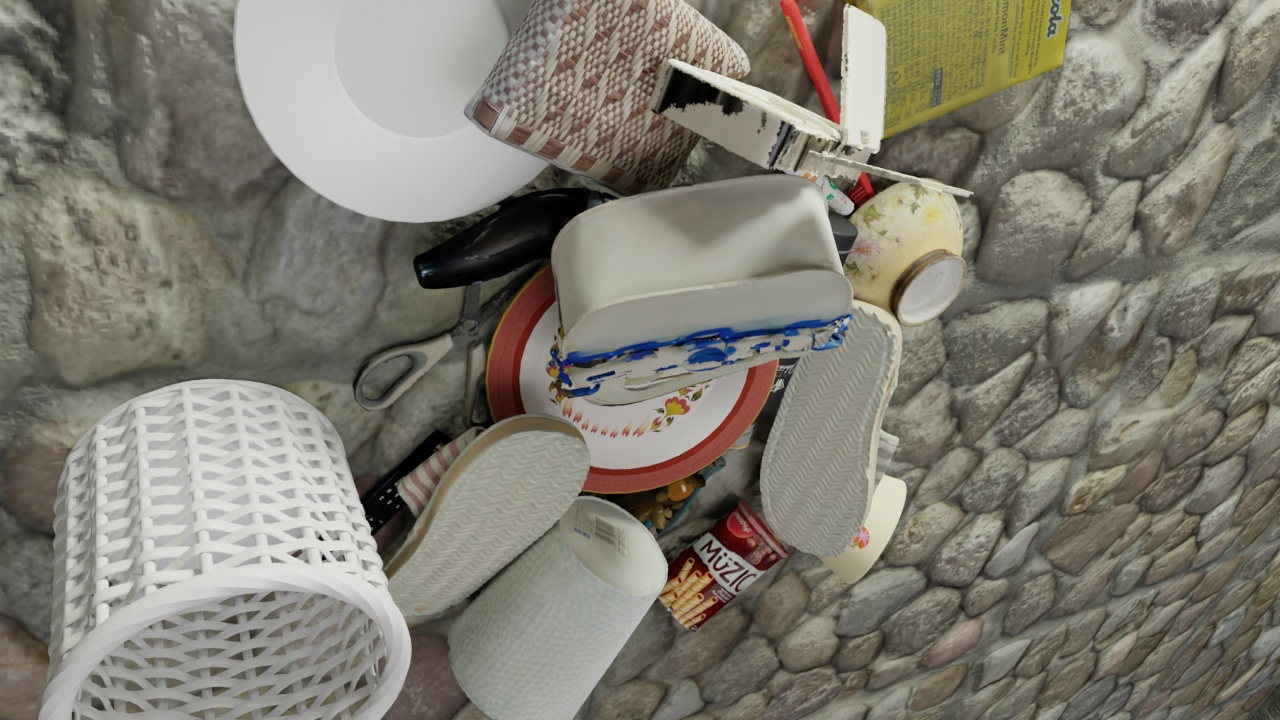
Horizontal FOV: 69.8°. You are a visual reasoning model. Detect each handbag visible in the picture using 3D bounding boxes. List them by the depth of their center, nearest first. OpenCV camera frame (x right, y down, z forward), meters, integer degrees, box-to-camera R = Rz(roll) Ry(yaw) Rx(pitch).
[{"bbox_3d":[-0.013,-0.170,0.559,0.124,0.047,0.185,-56,151,15],"label":"handbag"},{"bbox_3d":[0.037,-0.020,0.607,0.200,0.092,0.200,-11,152,-1],"label":"handbag"}]

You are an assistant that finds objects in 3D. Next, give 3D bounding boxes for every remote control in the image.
[{"bbox_3d":[-0.196,0.108,0.711,0.140,0.009,0.030,-43,134,6],"label":"remote control"}]

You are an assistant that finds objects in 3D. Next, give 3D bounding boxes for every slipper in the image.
[{"bbox_3d":[-0.136,0.119,0.713,0.115,0.052,0.264,14,132,-35],"label":"slipper"},{"bbox_3d":[0.173,0.063,0.825,0.053,0.114,0.273,-51,151,-51],"label":"slipper"}]

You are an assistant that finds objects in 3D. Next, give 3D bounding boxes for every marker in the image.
[{"bbox_3d":[0.117,-0.147,0.695,0.145,0.017,0.017,26,108,-40],"label":"marker"}]

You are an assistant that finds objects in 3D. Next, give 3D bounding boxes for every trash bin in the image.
[{"bbox_3d":[-0.065,0.206,0.767,0.133,0.133,0.162,17,120,-38],"label":"trash bin"}]

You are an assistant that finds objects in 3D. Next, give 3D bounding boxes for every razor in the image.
[{"bbox_3d":[-0.077,-0.073,0.602,0.140,0.053,0.063,-22,92,-9],"label":"razor"}]

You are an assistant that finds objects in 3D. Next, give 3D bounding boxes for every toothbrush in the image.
[{"bbox_3d":[0.141,-0.180,0.687,0.018,0.012,0.212,-39,134,1],"label":"toothbrush"}]

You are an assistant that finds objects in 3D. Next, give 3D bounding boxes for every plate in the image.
[{"bbox_3d":[-0.123,-0.178,0.531,0.208,0.015,0.209,-16,130,-20],"label":"plate"},{"bbox_3d":[-0.005,0.004,0.706,0.229,0.021,0.230,-7,121,-12],"label":"plate"}]

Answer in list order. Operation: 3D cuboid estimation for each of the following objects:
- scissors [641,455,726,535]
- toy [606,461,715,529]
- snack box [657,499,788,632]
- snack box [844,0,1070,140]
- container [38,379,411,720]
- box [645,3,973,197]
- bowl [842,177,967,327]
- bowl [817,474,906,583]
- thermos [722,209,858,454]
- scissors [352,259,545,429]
[{"bbox_3d":[0.044,0.104,0.843,0.139,0.019,0.136,-18,132,-17],"label":"scissors"},{"bbox_3d":[0.021,0.114,0.803,0.100,0.062,0.076,-25,154,12],"label":"toy"},{"bbox_3d":[0.076,0.202,0.901,0.121,0.072,0.072,-41,134,4],"label":"snack box"},{"bbox_3d":[0.229,-0.245,0.668,0.180,0.045,0.121,-24,134,-9],"label":"snack box"},{"bbox_3d":[-0.260,0.138,0.574,0.189,0.186,0.190,-16,130,-20],"label":"container"},{"bbox_3d":[0.123,-0.152,0.535,0.143,0.184,0.099,-13,131,-57],"label":"box"},{"bbox_3d":[0.225,-0.075,0.772,0.145,0.063,0.145,-19,137,-19],"label":"bowl"},{"bbox_3d":[0.205,0.156,0.933,0.074,0.117,0.118,29,112,3],"label":"bowl"},{"bbox_3d":[0.104,-0.014,0.758,0.061,0.061,0.232,2,122,-32],"label":"thermos"},{"bbox_3d":[-0.130,-0.007,0.660,0.170,0.012,0.158,-27,133,-11],"label":"scissors"}]
